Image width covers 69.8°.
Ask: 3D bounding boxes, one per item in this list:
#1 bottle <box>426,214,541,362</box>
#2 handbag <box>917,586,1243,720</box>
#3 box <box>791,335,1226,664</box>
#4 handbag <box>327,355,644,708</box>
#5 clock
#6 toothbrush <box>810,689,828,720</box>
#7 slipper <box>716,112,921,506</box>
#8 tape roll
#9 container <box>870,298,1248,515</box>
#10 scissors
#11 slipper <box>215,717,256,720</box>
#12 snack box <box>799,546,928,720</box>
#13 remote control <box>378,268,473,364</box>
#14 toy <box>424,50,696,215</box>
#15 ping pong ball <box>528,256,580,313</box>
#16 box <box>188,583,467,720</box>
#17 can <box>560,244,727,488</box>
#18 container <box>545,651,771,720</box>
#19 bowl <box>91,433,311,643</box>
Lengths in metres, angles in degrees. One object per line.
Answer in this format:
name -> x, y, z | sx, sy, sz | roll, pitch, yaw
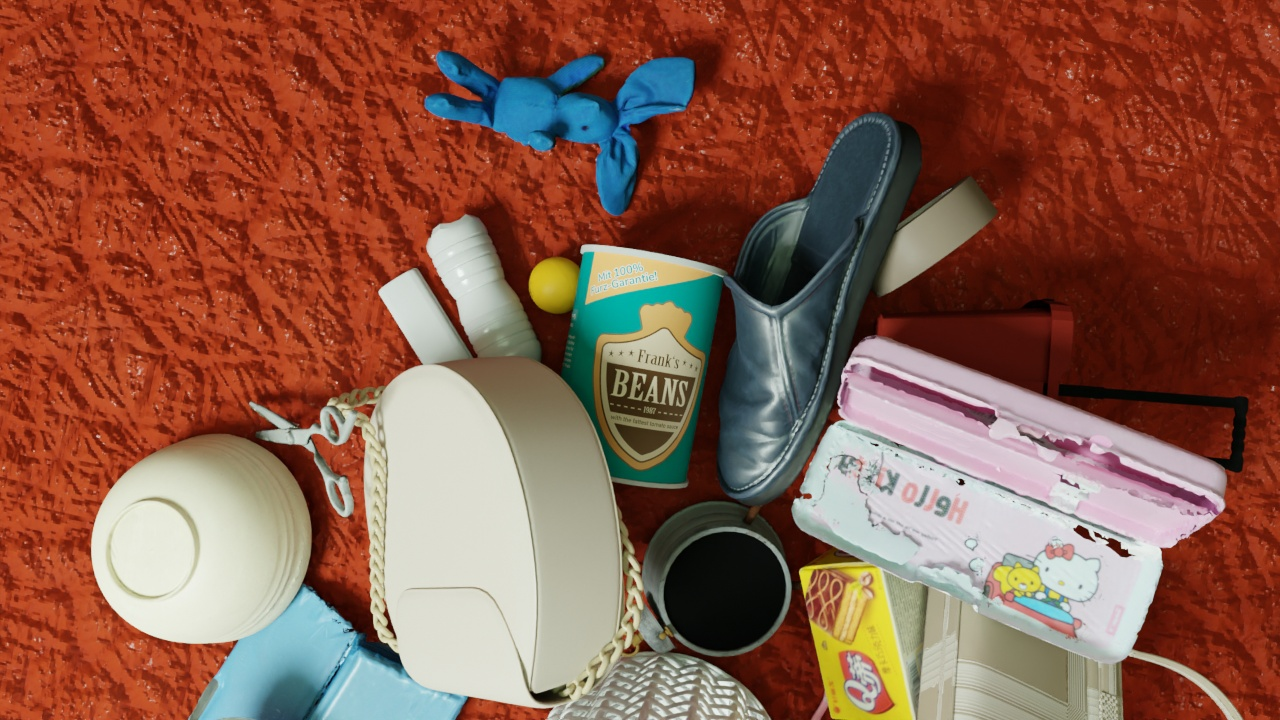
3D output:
bottle -> -0.105, -0.033, 0.647 | 0.044, 0.044, 0.136 | -25, 90, 2
handbag -> 0.270, 0.210, 0.545 | 0.198, 0.062, 0.175 | 17, 58, 1
box -> 0.194, 0.080, 0.512 | 0.201, 0.111, 0.101 | 23, 68, 16
handbag -> -0.105, 0.104, 0.569 | 0.103, 0.211, 0.208 | -7, 83, -40
clock -> 0.043, 0.160, 0.639 | 0.148, 0.056, 0.104 | -33, 99, -2
toothbrush -> 0.110, 0.283, 0.659 | 0.021, 0.016, 0.135 | 32, 92, 7
slipper -> 0.086, -0.040, 0.592 | 0.083, 0.109, 0.266 | 17, 99, -23
tape roll -> 0.187, -0.082, 0.610 | 0.094, 0.093, 0.030 | -37, 89, 2
container -> 0.252, 0.034, 0.593 | 0.201, 0.127, 0.148 | 4, 92, 12
scissors -> -0.226, 0.043, 0.612 | 0.153, 0.014, 0.131 | 42, 132, 28
slipper -> -0.206, 0.328, 0.603 | 0.245, 0.074, 0.104 | 39, 92, -12
snack box -> 0.161, 0.175, 0.613 | 0.061, 0.083, 0.105 | -12, 90, 39
remote control -> -0.143, -0.004, 0.664 | 0.033, 0.012, 0.131 | -32, 90, 2
toy -> -0.057, -0.165, 0.633 | 0.176, 0.071, 0.113 | 8, 94, -8
ping pong ball -> -0.059, -0.053, 0.646 | 0.040, 0.040, 0.040 | 0, 91, 2
box -> -0.253, 0.291, 0.655 | 0.175, 0.060, 0.232 | 32, 93, 3
can -> -0.004, 0.004, 0.616 | 0.099, 0.099, 0.144 | 11, 91, 2
container -> 0.003, 0.300, 0.570 | 0.189, 0.186, 0.189 | 0, 90, 7
bowl -> -0.315, 0.127, 0.634 | 0.151, 0.075, 0.150 | 0, 87, 8
